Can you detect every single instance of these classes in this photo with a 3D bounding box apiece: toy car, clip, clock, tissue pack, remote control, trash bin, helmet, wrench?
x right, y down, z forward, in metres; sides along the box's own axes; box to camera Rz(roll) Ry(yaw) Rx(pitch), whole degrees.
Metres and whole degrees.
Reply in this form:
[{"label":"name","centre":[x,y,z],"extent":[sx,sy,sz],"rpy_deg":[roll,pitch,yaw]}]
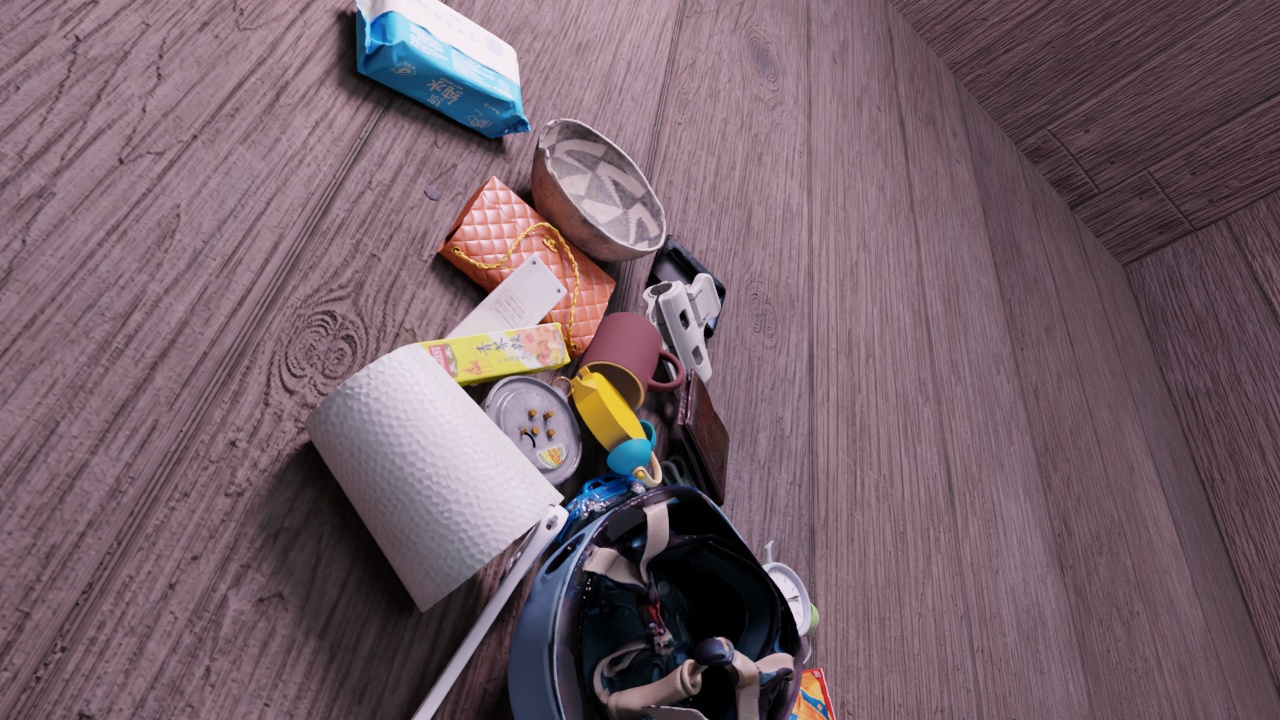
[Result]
[{"label":"toy car","centre":[-0.039,0.135,0.841],"extent":[0.043,0.056,0.120],"rpy_deg":[39,26,19]},{"label":"clip","centre":[0.046,0.136,0.960],"extent":[0.045,0.023,0.076],"rpy_deg":[-23,83,-55]},{"label":"clock","centre":[-0.098,0.060,0.825],"extent":[0.104,0.056,0.147],"rpy_deg":[49,39,-11]},{"label":"tissue pack","centre":[-0.207,-0.320,0.980],"extent":[0.209,0.066,0.116],"rpy_deg":[17,50,-42]},{"label":"remote control","centre":[-0.127,-0.039,0.857],"extent":[0.050,0.011,0.135],"rpy_deg":[49,62,-16]},{"label":"clock","centre":[-0.021,0.064,0.868],"extent":[0.129,0.044,0.099],"rpy_deg":[54,9,-4]},{"label":"trash bin","centre":[-0.158,0.082,0.686],"extent":[0.161,0.134,0.133],"rpy_deg":[52,36,2]},{"label":"clock","centre":[0.142,0.261,0.958],"extent":[0.119,0.043,0.094],"rpy_deg":[58,37,3]},{"label":"helmet","centre":[-0.001,0.235,0.708],"extent":[0.225,0.167,0.264],"rpy_deg":[53,35,0]},{"label":"wrench","centre":[-0.125,0.208,0.685],"extent":[0.018,0.066,0.272],"rpy_deg":[36,43,-2]},{"label":"clip","centre":[0.046,-0.038,1.034],"extent":[0.143,0.075,0.125],"rpy_deg":[-66,144,-52]}]

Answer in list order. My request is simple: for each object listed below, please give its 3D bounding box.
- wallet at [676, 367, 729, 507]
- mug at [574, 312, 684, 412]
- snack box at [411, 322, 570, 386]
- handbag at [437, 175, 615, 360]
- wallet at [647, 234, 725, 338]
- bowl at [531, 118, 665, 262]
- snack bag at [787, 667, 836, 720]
[{"label":"wallet","centre":[0.066,0.081,0.981],"extent":[0.099,0.031,0.120],"rpy_deg":[-81,153,-53]},{"label":"mug","centre":[-0.006,0.005,0.936],"extent":[0.082,0.106,0.073],"rpy_deg":[-69,162,-48]},{"label":"snack box","centre":[-0.135,-0.003,0.816],"extent":[0.147,0.029,0.040],"rpy_deg":[-10,81,-35]},{"label":"handbag","centre":[-0.109,-0.093,0.928],"extent":[0.172,0.060,0.108],"rpy_deg":[40,43,-21]},{"label":"wallet","centre":[0.057,-0.091,1.139],"extent":[0.115,0.026,0.089],"rpy_deg":[42,39,-19]},{"label":"bowl","centre":[-0.059,-0.174,1.022],"extent":[0.178,0.081,0.178],"rpy_deg":[30,40,-29]},{"label":"snack bag","centre":[0.148,0.365,0.889],"extent":[0.144,0.039,0.130],"rpy_deg":[16,52,-42]}]
